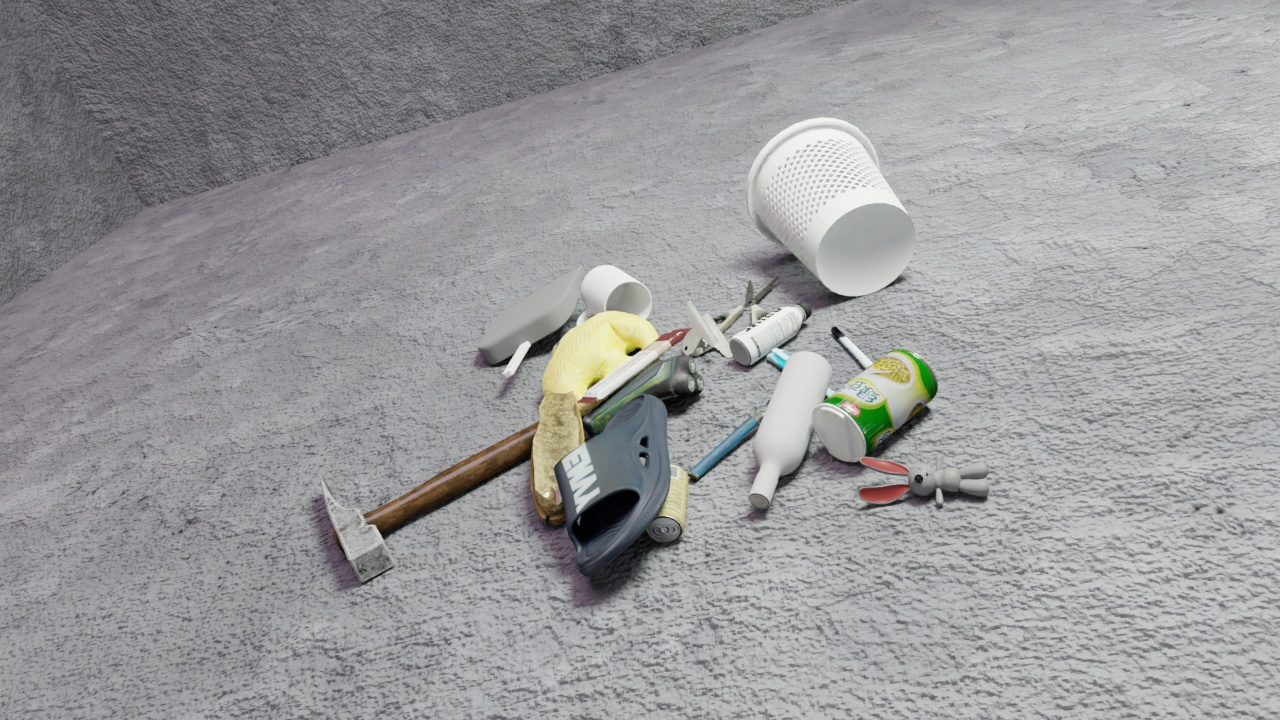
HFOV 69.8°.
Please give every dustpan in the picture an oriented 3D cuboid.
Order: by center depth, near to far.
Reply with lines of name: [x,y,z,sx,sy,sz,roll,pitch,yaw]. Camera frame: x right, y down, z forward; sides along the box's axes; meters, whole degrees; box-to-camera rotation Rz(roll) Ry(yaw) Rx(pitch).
dustpan: [-0.166,-0.046,1.327,0.163,0.033,0.257,-28,18,20]

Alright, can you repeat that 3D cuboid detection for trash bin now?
trash bin: [0.263,-0.195,1.229,0.195,0.196,0.199,-19,37,0]

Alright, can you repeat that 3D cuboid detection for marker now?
marker: [0.252,-0.007,1.062,0.011,0.011,0.152,-20,27,-2]

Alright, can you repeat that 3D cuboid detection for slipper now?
slipper: [-0.030,0.100,0.928,0.111,0.083,0.267,-40,18,23]

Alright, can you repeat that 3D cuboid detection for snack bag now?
snack bag: [-0.007,0.007,1.105,0.157,0.013,0.057,-37,11,-19]

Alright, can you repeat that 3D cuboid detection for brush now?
brush: [-0.092,0.100,1.019,0.059,0.043,0.195,0,39,-1]

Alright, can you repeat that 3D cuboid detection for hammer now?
hammer: [-0.228,0.125,1.093,0.300,0.037,0.218,-28,29,-18]

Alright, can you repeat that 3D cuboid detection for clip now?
clip: [0.082,-0.032,1.183,0.057,0.052,0.102,-7,37,-15]

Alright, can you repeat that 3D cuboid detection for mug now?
mug: [-0.048,-0.077,1.321,0.110,0.074,0.090,-49,32,-1]

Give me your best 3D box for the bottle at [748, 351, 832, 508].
bottle: [0.148,0.071,0.935,0.053,0.052,0.194,-1,39,29]

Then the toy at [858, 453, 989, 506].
toy: [0.256,0.108,0.833,0.112,0.030,0.049,-3,60,22]

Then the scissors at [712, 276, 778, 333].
scissors: [0.145,-0.067,1.233,0.157,0.012,0.166,-26,29,-15]

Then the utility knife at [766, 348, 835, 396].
utility knife: [0.191,0.022,1.042,0.022,0.015,0.179,-24,27,-9]

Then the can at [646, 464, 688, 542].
can: [0.027,0.141,0.905,0.038,0.038,0.079,-12,29,13]

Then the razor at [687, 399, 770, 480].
razor: [0.105,0.082,0.982,0.143,0.022,0.042,-34,30,-26]

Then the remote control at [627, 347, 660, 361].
remote control: [-0.001,0.000,1.201,0.034,0.013,0.150,-26,29,-14]

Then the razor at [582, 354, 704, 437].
razor: [0.003,0.046,1.076,0.151,0.054,0.067,-29,20,-8]

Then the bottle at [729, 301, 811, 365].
bottle: [0.165,-0.038,1.139,0.115,0.041,0.041,-32,31,-24]

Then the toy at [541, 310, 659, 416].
toy: [-0.060,0.001,1.177,0.170,0.065,0.155,-44,45,-17]

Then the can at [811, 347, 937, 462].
can: [0.235,0.044,0.921,0.120,0.067,0.067,-33,31,-26]
